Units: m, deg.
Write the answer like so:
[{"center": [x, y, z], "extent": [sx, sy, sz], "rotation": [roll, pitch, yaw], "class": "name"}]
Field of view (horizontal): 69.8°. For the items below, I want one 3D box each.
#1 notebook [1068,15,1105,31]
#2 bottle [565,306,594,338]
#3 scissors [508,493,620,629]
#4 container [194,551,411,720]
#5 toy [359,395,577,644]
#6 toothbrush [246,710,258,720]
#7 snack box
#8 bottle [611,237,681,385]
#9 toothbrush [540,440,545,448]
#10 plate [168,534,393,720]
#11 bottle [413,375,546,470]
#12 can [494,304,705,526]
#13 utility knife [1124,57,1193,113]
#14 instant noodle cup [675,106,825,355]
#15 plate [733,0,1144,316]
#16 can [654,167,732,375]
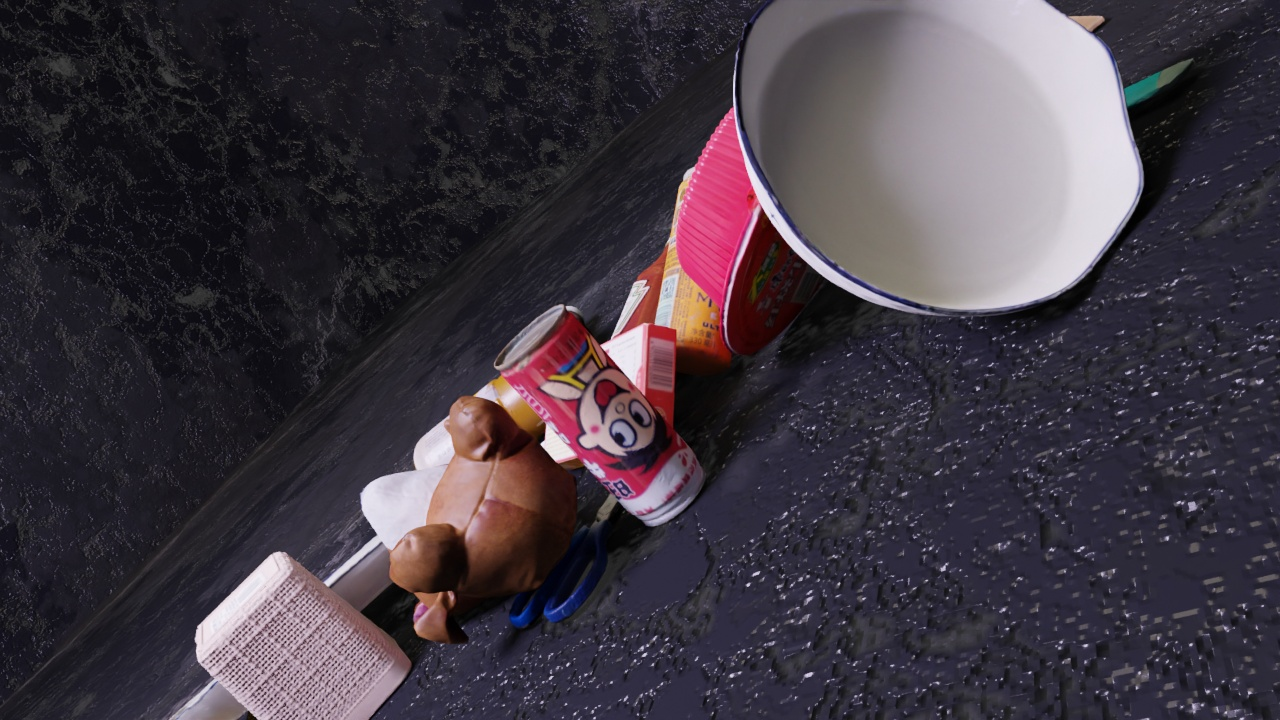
[{"center": [0.256, -0.213, 0.764], "extent": [0.212, 0.012, 0.149], "rotation": [-38, 17, 11], "class": "notebook"}, {"center": [-0.083, -0.010, 0.948], "extent": [0.080, 0.044, 0.194], "rotation": [-36, 16, 15], "class": "bottle"}, {"center": [-0.031, 0.105, 0.591], "extent": [0.125, 0.012, 0.173], "rotation": [-35, 15, 20], "class": "scissors"}, {"center": [-0.233, 0.198, 0.624], "extent": [0.089, 0.111, 0.090], "rotation": [-47, 17, -19], "class": "container"}, {"center": [-0.117, 0.105, 0.581], "extent": [0.200, 0.130, 0.140], "rotation": [127, 166, -68], "class": "toy"}, {"center": [-0.316, 0.291, 0.739], "extent": [0.015, 0.016, 0.190], "rotation": [-45, 17, -15], "class": "toothbrush"}, {"center": [-0.026, 0.030, 0.650], "extent": [0.156, 0.027, 0.077], "rotation": [-23, 60, 58], "class": "snack box"}, {"center": [0.025, -0.058, 0.757], "extent": [0.060, 0.060, 0.205], "rotation": [-28, 28, 37], "class": "bottle"}, {"center": [-0.033, 0.029, 0.779], "extent": [0.180, 0.016, 0.016], "rotation": [-41, 14, 1], "class": "toothbrush"}, {"center": [-0.257, 0.203, 0.746], "extent": [0.265, 0.034, 0.162], "rotation": [-42, 4, -22], "class": "plate"}, {"center": [-0.118, 0.049, 0.828], "extent": [0.190, 0.068, 0.068], "rotation": [-38, 16, 10], "class": "bottle"}, {"center": [-0.021, 0.034, 0.532], "extent": [0.053, 0.133, 0.053], "rotation": [-37, 16, 13], "class": "can"}, {"center": [0.262, -0.142, 0.566], "extent": [0.152, 0.013, 0.029], "rotation": [-24, 21, 51], "class": "utility knife"}, {"center": [0.084, -0.101, 0.576], "extent": [0.193, 0.066, 0.194], "rotation": [-45, -27, -30], "class": "instant noodle cup"}, {"center": [0.143, -0.113, 0.458], "extent": [0.204, 0.205, 0.046], "rotation": [-47, -6, -19], "class": "plate"}, {"center": [0.046, -0.065, 0.663], "extent": [0.058, 0.058, 0.145], "rotation": [-16, 59, 55], "class": "can"}]
